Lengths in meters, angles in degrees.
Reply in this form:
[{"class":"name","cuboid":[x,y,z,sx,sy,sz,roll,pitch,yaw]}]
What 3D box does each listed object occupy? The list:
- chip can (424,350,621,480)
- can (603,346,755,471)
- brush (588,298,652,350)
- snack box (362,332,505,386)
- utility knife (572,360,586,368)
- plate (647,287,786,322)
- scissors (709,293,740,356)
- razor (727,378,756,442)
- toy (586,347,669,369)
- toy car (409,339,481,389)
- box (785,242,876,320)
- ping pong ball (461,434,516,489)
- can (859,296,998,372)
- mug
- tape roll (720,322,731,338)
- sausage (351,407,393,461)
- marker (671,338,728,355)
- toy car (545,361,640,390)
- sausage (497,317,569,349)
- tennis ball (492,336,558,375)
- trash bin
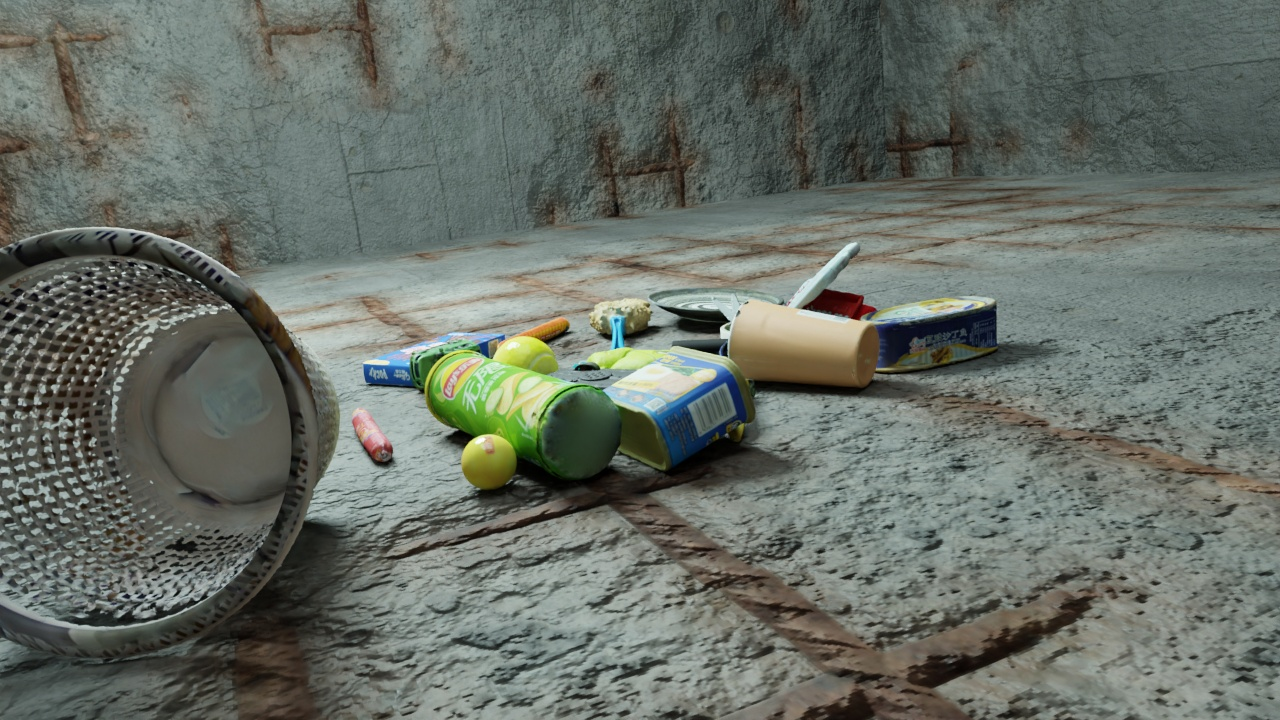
[{"class":"chip can","cuboid":[-0.100,0.040,0.741,0.072,0.072,0.222,-15,16,-33]},{"class":"can","cuboid":[0.023,0.036,0.704,0.083,0.057,0.102,-29,22,-24]},{"class":"brush","cuboid":[-0.025,-0.032,1.097,0.083,0.046,0.254,-2,17,0]},{"class":"snack box","cuboid":[-0.240,-0.004,1.084,0.085,0.026,0.156,3,16,31]},{"class":"utility knife","cuboid":[-0.065,0.019,0.937,0.029,0.013,0.164,-4,13,3]},{"class":"plate","cuboid":[0.099,-0.071,1.190,0.179,0.024,0.179,0,13,0]},{"class":"scissors","cuboid":[0.120,-0.034,0.984,0.141,0.012,0.170,8,33,19]},{"class":"razor","cuboid":[0.078,0.038,0.772,0.043,0.028,0.132,-1,16,5]},{"class":"toy","cuboid":[-0.005,0.005,0.927,0.096,0.031,0.100,-16,18,-25]},{"class":"toy car","cuboid":[-0.214,0.003,1.008,0.036,0.043,0.091,6,18,39]},{"class":"box","cuboid":[0.207,-0.074,0.977,0.095,0.099,0.201,17,20,16]},{"class":"ping pong ball","cuboid":[-0.110,0.074,0.668,0.040,0.040,0.040,-6,13,1]},{"class":"can","cuboid":[0.281,-0.027,0.894,0.148,0.049,0.075,-11,15,-20]},{"class":"mug","cuboid":[0.153,-0.013,0.848,0.123,0.078,0.078,8,19,33]},{"class":"tape roll","cuboid":[0.136,-0.035,1.071,0.086,0.014,0.085,-6,14,1]},{"class":"sausage","cuboid":[-0.241,0.065,0.816,0.020,0.020,0.156,-12,14,-23]},{"class":"marker","cuboid":[0.099,-0.016,0.993,0.132,0.022,0.020,-4,-26,11]},{"class":"toy car","cuboid":[-0.023,0.027,0.822,0.156,0.041,0.071,2,16,26]},{"class":"sausage","cuboid":[-0.133,-0.031,1.159,0.021,0.021,0.164,1,15,27]},{"class":"tennis ball","cuboid":[-0.112,0.009,0.888,0.065,0.065,0.065,-6,13,1]},{"class":"trash bin","cuboid":[-0.287,0.042,0.569,0.227,0.227,0.192,-7,1,-2]}]
